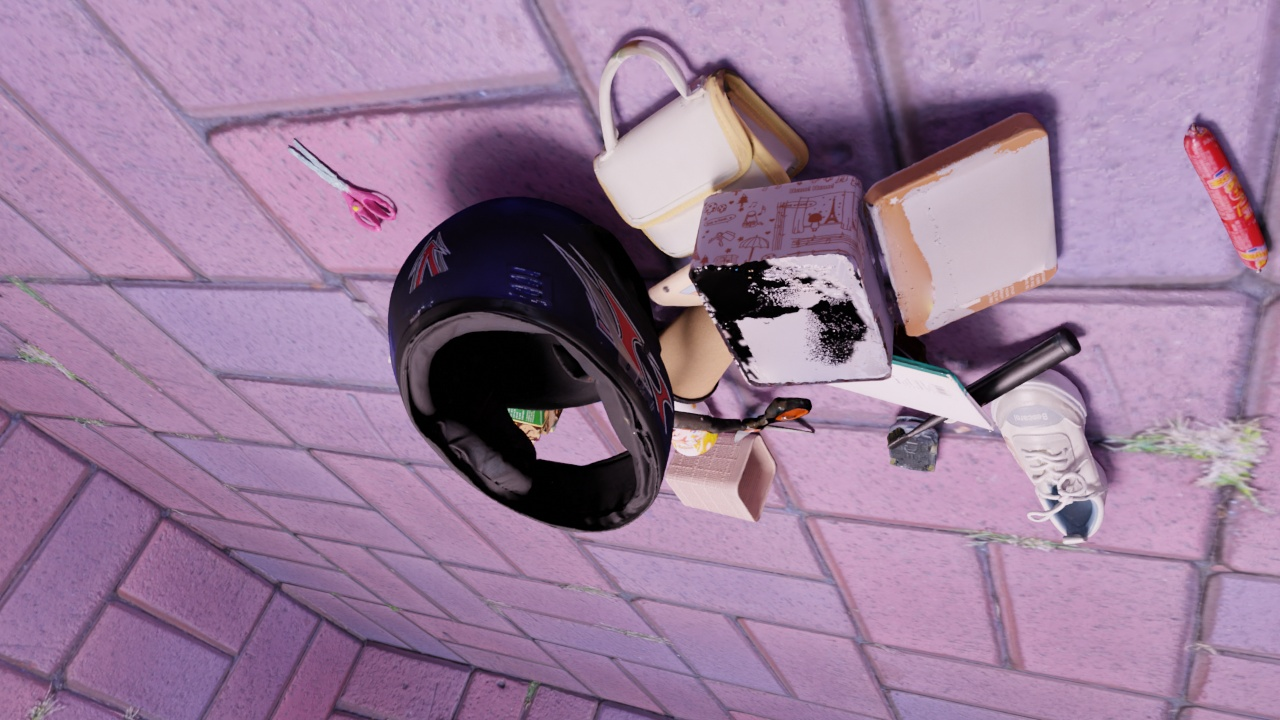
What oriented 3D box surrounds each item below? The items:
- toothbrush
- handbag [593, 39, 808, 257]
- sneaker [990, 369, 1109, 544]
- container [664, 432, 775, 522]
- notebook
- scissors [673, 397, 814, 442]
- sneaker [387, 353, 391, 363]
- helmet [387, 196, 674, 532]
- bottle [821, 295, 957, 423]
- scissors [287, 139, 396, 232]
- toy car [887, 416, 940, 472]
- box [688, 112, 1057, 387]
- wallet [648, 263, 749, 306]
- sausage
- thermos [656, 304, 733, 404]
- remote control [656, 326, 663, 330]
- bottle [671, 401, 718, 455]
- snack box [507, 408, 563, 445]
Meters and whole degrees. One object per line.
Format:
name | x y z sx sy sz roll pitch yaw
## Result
toothbrush | 0.320 0.034 0.880 0.026 0.027 0.213 22 137 -30
handbag | 0.026 -0.175 0.758 0.178 0.063 0.164 41 143 -23
sneaker | 0.413 0.104 0.927 0.090 0.090 0.242 -7 139 37
container | 0.102 0.146 1.193 0.111 0.089 0.090 5 147 32
notebook | 0.213 0.012 0.864 0.209 0.012 0.150 18 169 39
scissors | 0.119 0.073 1.037 0.220 0.021 0.235 4 164 -17
sneaker | -0.243 -0.033 1.091 0.088 0.118 0.241 7 156 -1
helmet | -0.093 -0.012 0.898 0.248 0.239 0.315 -26 120 23
bottle | 0.250 0.001 0.910 0.195 0.044 0.080 33 155 -22
scissors | -0.320 -0.191 0.987 0.073 0.017 0.137 -9 135 41
toy car | 0.308 0.096 1.034 0.054 0.036 0.121 8 157 20
box | 0.189 -0.076 0.719 0.260 0.110 0.179 -5 145 23
wallet | 0.076 -0.081 0.832 0.115 0.024 0.087 -31 157 32
sausage | 0.417 -0.112 0.649 0.020 0.020 0.156 -13 136 44
thermos | 0.064 -0.019 0.957 0.093 0.092 0.144 27 141 -10
remote control | -0.006 0.006 1.065 0.053 0.024 0.137 10 130 -22
bottle | 0.052 0.068 1.120 0.063 0.063 0.108 0 143 32
snack box | -0.149 0.021 1.140 0.118 0.117 0.106 17 138 3
